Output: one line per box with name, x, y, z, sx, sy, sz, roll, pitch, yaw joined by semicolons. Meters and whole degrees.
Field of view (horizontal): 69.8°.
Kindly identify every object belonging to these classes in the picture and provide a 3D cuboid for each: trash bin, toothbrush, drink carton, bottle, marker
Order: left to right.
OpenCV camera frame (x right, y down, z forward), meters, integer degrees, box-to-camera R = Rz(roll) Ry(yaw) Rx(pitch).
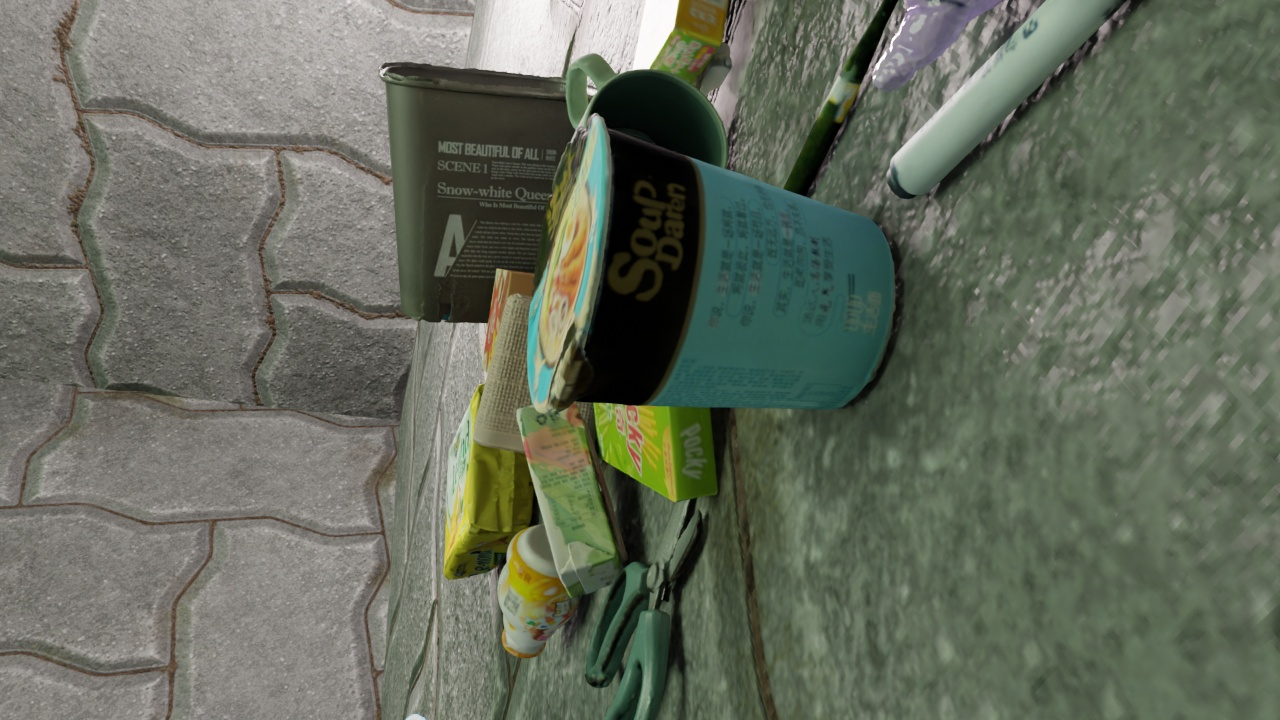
trash bin;-0.148;-0.160;0.872;0.198;0.199;0.220;-124;38;-65
bottle;-0.077;0.176;0.689;0.063;0.063;0.109;-107;30;-53
drink carton;-0.044;0.088;0.606;0.054;0.045;0.122;81;171;-57
toothbrush;0.019;-0.139;0.602;0.181;0.016;0.016;127;154;-57
toothbrush;0.082;-0.108;0.392;0.017;0.012;0.186;-92;19;-47
marker;0.115;-0.090;0.272;0.022;0.018;0.131;-63;6;-30

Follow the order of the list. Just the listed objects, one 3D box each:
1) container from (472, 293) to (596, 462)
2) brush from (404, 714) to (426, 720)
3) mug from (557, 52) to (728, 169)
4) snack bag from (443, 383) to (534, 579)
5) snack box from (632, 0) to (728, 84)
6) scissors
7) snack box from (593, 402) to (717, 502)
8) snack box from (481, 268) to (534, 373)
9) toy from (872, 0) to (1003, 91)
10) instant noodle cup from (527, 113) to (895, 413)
container;-0.072;0.010;0.700;0.090;0.090;0.111;-148;70;-79
brush;-0.097;0.278;0.634;0.315;0.109;0.060;150;124;-68
mug;-0.012;-0.123;0.546;0.112;0.082;0.106;58;164;-2
snack bag;-0.164;0.137;0.979;0.247;0.068;0.157;129;144;-59
snack box;0.029;-0.229;0.556;0.087;0.033;0.140;144;136;-67
scissors;-0.001;0.143;0.534;0.161;0.019;0.179;-142;67;-75
snack box;0.002;0.025;0.536;0.156;0.026;0.086;-169;72;-72
snack box;-0.088;-0.027;0.789;0.094;0.077;0.093;-154;73;-72
toy;0.102;-0.147;0.294;0.084;0.039;0.107;-36;47;44
instant noodle cup;0.026;-0.025;0.352;0.111;0.120;0.111;-172;91;-73
